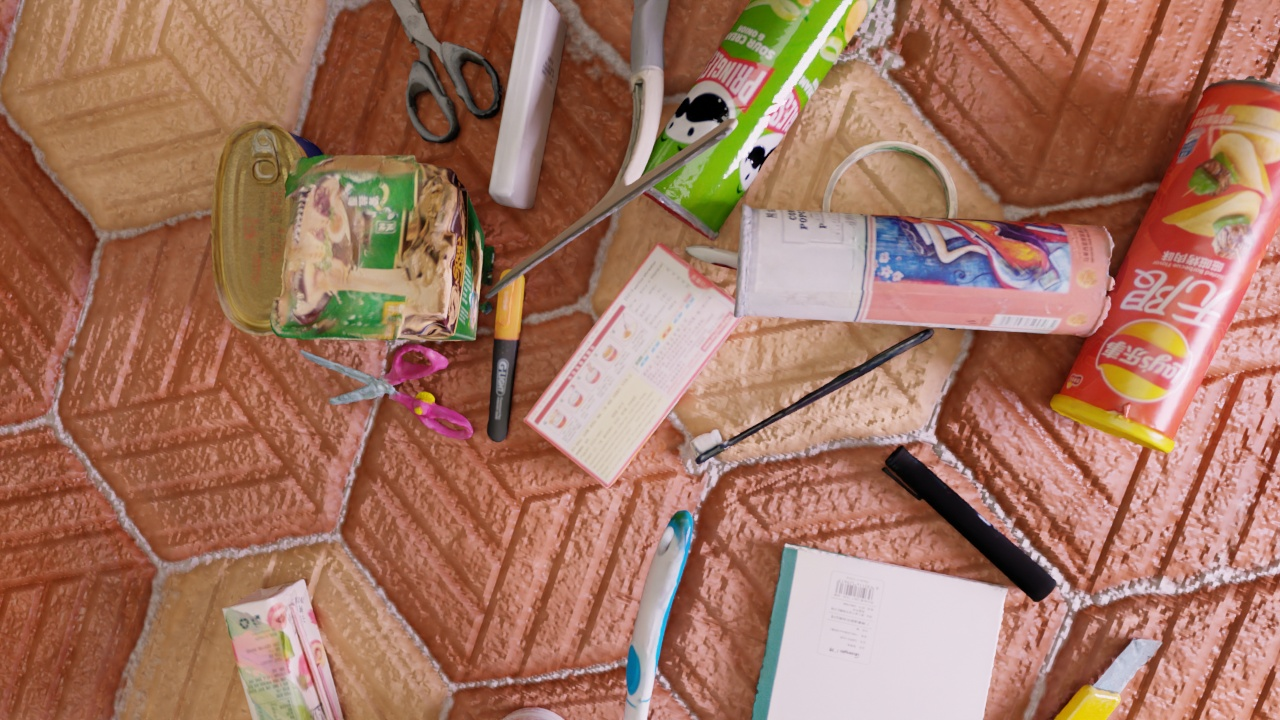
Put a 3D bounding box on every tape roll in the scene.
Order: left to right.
[{"bbox_3d":[0.164,-0.101,0.606,0.086,0.014,0.086,0,92,9],"label":"tape roll"}]

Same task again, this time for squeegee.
[{"bbox_3d":[-0.002,-0.177,0.583,0.039,0.247,0.246,23,62,-29],"label":"squeegee"}]

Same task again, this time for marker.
[{"bbox_3d":[-0.097,-0.003,0.651,0.018,0.015,0.124,7,95,13],"label":"marker"},{"bbox_3d":[0.215,0.107,0.602,0.132,0.020,0.022,42,87,6],"label":"marker"}]

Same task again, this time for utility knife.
[{"bbox_3d":[0.271,0.255,0.599,0.033,0.015,0.197,38,93,-13],"label":"utility knife"}]

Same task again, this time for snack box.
[{"bbox_3d":[-0.162,-0.060,0.609,0.117,0.105,0.118,2,80,9],"label":"snack box"},{"bbox_3d":[-0.004,0.004,0.630,0.077,0.027,0.156,38,97,5],"label":"snack box"}]

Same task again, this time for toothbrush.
[{"bbox_3d":[0.114,0.022,0.617,0.181,0.015,0.018,-28,78,11],"label":"toothbrush"},{"bbox_3d":[0.120,-0.050,0.615,0.187,0.016,0.017,14,104,8],"label":"toothbrush"}]

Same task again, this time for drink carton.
[{"bbox_3d":[-0.255,0.226,0.666,0.045,0.053,0.122,-16,90,9],"label":"drink carton"}]

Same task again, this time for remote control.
[{"bbox_3d":[-0.076,-0.171,0.621,0.019,0.056,0.135,12,94,9],"label":"remote control"}]

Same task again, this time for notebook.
[{"bbox_3d":[0.153,0.239,0.621,0.150,0.012,0.209,10,94,9],"label":"notebook"}]

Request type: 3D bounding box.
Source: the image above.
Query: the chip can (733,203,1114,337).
[{"bbox_3d":[0.167,-0.054,0.564,0.215,0.071,0.071,4,93,5],"label":"chip can"}]

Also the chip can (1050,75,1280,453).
[{"bbox_3d":[0.329,-0.054,0.552,0.073,0.073,0.216,25,96,7],"label":"chip can"}]

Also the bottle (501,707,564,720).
[{"bbox_3d":[-0.088,0.284,0.568,0.068,0.196,0.068,0,91,8],"label":"bottle"}]

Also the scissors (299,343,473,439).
[{"bbox_3d":[-0.175,0.015,0.638,0.133,0.124,0.017,23,51,-1],"label":"scissors"}]

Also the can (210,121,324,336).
[{"bbox_3d":[-0.260,-0.092,0.656,0.075,0.049,0.148,0,92,9],"label":"can"}]

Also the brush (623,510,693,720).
[{"bbox_3d":[0.004,0.256,0.605,0.109,0.060,0.314,24,92,-25],"label":"brush"}]

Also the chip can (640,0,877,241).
[{"bbox_3d":[0.085,-0.193,0.587,0.072,0.072,0.236,35,97,6],"label":"chip can"}]

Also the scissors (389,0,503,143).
[{"bbox_3d":[-0.167,-0.234,0.655,0.173,0.014,0.141,27,95,7],"label":"scissors"}]
